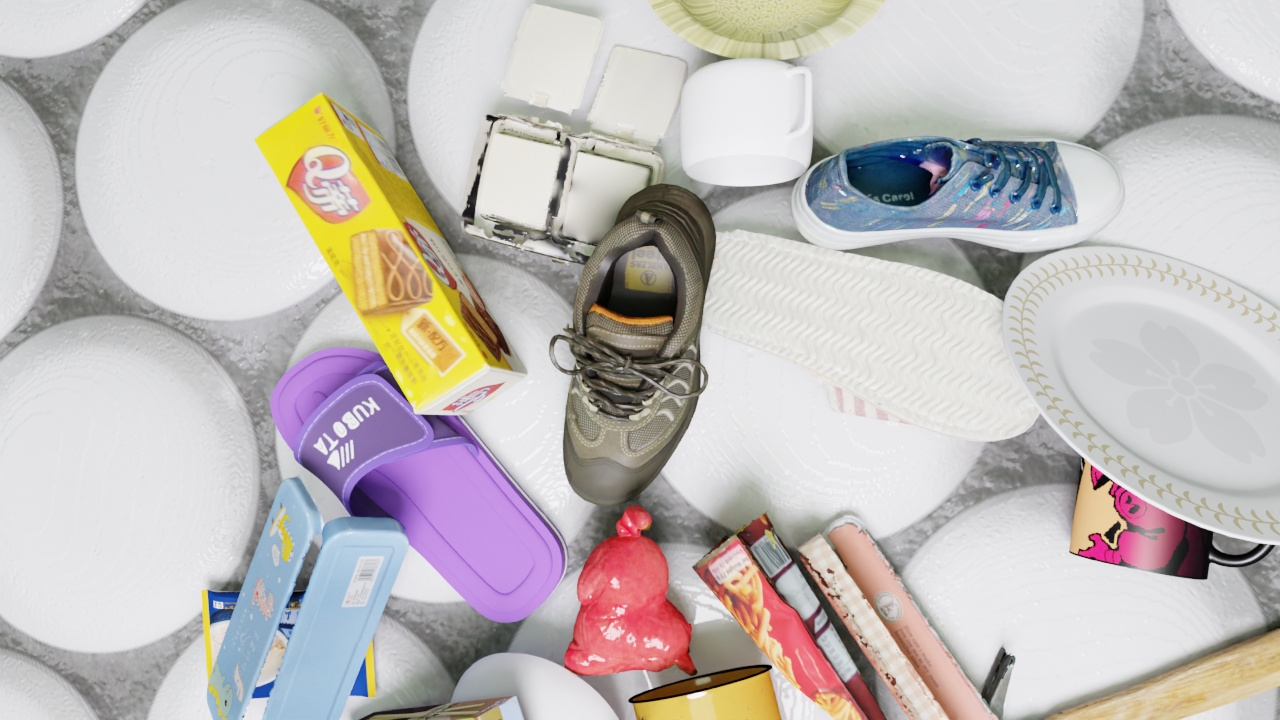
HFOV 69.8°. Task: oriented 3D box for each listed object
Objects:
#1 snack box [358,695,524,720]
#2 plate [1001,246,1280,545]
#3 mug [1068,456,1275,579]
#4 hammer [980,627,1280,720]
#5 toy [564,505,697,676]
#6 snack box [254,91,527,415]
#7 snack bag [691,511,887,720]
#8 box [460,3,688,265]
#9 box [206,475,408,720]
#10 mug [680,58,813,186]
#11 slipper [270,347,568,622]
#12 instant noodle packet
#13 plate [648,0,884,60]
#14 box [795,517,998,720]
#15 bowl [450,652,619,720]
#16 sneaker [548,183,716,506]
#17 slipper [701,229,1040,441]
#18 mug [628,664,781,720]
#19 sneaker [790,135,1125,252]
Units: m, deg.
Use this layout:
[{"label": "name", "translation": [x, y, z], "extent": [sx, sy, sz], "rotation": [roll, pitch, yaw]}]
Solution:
[{"label": "snack box", "translation": [-0.135, 0.291, 0.627], "extent": [0.186, 0.031, 0.101], "rotation": [-25, 82, 42]}, {"label": "plate", "translation": [0.346, 0.014, 0.585], "extent": [0.242, 0.016, 0.242], "rotation": [6, 48, -6]}, {"label": "mug", "translation": [0.353, 0.090, 0.604], "extent": [0.118, 0.081, 0.098], "rotation": [7, 87, 37]}, {"label": "hammer", "translation": [0.390, 0.218, 0.628], "extent": [0.330, 0.033, 0.132], "rotation": [-23, 83, 4]}, {"label": "toy", "translation": [0.005, 0.161, 0.647], "extent": [0.094, 0.088, 0.133], "rotation": [12, 108, 7]}, {"label": "snack box", "translation": [-0.177, -0.072, 0.669], "extent": [0.062, 0.110, 0.230], "rotation": [-33, 84, 4]}, {"label": "snack bag", "translation": [0.124, 0.198, 0.608], "extent": [0.066, 0.139, 0.208], "rotation": [-39, 81, -3]}, {"label": "box", "translation": [-0.046, -0.164, 0.692], "extent": [0.144, 0.058, 0.187], "rotation": [16, 92, 6]}, {"label": "box", "translation": [-0.239, 0.185, 0.656], "extent": [0.085, 0.072, 0.209], "rotation": [39, 112, 36]}, {"label": "mug", "translation": [0.081, -0.169, 0.645], "extent": [0.094, 0.116, 0.068], "rotation": [3, 86, -31]}, {"label": "slipper", "translation": [-0.170, 0.086, 0.671], "extent": [0.266, 0.084, 0.107], "rotation": [42, 91, 7]}, {"label": "instant noodle packet", "translation": [-0.270, 0.216, 0.704], "extent": [0.134, 0.026, 0.087], "rotation": [-4, 91, 6]}, {"label": "plate", "translation": [0.093, -0.286, 0.678], "extent": [0.184, 0.036, 0.184], "rotation": [-2, 70, 6]}, {"label": "box", "translation": [0.178, 0.194, 0.627], "extent": [0.070, 0.057, 0.187], "rotation": [-28, 73, -22]}, {"label": "bowl", "translation": [-0.079, 0.280, 0.638], "extent": [0.150, 0.043, 0.150], "rotation": [8, 111, 22]}, {"label": "sneaker", "translation": [-0.004, 0.004, 0.614], "extent": [0.101, 0.142, 0.238], "rotation": [13, 105, 6]}, {"label": "slipper", "translation": [0.155, -0.019, 0.659], "extent": [0.263, 0.052, 0.115], "rotation": [22, 93, 18]}, {"label": "mug", "translation": [0.041, 0.265, 0.610], "extent": [0.123, 0.101, 0.094], "rotation": [-5, 73, -31]}, {"label": "sneaker", "translation": [0.224, -0.125, 0.624], "extent": [0.235, 0.079, 0.087], "rotation": [-3, 73, -6]}]
